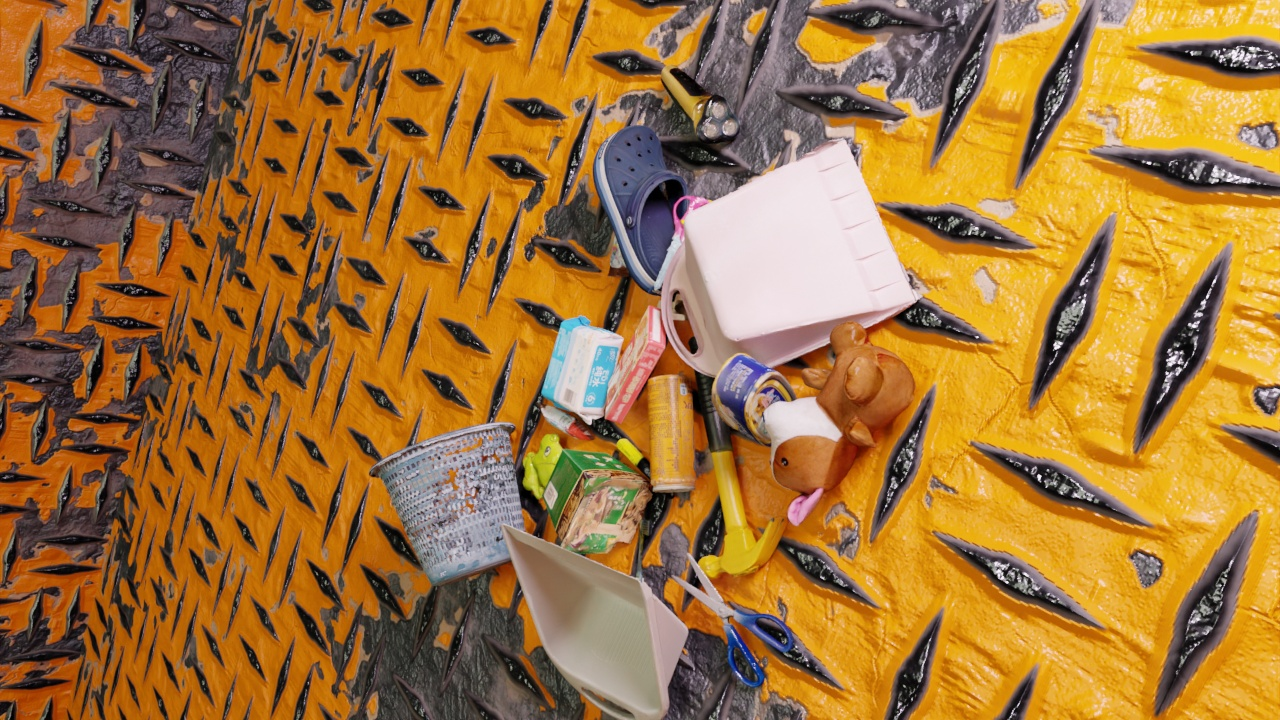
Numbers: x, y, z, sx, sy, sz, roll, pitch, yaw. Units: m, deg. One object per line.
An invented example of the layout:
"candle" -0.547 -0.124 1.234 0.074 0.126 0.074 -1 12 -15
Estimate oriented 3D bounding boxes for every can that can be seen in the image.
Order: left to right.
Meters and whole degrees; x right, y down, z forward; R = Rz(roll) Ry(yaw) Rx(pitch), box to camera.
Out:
"can" 0.040 0.093 1.168 0.058 0.058 0.146 -13 74 43
"can" 0.130 0.047 1.022 0.049 0.148 0.074 31 81 32

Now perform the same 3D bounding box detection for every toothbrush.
"toothbrush" 0.001 0.301 1.205 0.017 0.012 0.185 1 83 35

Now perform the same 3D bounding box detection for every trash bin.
"trash bin" -0.266 0.221 1.367 0.227 0.226 0.195 -29 76 39

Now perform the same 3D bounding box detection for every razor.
"razor" 0.073 -0.346 1.217 0.068 0.062 0.167 95 153 -44

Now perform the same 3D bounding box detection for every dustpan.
"dustpan" -0.058 0.339 1.118 0.223 0.258 0.142 13 67 36
"dustpan" 0.152 -0.102 1.077 0.273 0.139 0.222 -16 70 3

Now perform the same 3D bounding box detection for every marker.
"marker" 0.007 0.144 1.223 0.124 0.015 0.018 42 118 39

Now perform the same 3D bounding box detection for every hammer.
"hammer" 0.100 0.111 1.122 0.129 0.032 0.300 -27 65 39

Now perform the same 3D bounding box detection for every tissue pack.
"tissue pack" -0.081 0.012 1.301 0.090 0.063 0.140 24 102 44

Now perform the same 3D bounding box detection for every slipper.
"slipper" 0.011 -0.210 1.214 0.095 0.105 0.252 -31 64 46

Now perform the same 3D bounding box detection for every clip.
"clip" 0.048 -0.068 1.184 0.102 0.094 0.035 13 92 35

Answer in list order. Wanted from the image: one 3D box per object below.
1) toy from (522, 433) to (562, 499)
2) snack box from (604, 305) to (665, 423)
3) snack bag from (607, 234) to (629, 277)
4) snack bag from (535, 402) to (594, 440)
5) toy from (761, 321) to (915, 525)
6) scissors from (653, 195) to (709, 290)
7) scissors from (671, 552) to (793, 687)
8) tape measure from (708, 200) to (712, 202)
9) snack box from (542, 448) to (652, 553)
"toy" -0.141 0.158 1.361 0.100 0.031 0.096 -9 80 48
"snack box" -0.007 0.007 1.206 0.075 0.025 0.153 -87 20 -47
"snack bag" -0.024 -0.170 1.301 0.045 0.026 0.105 8 91 43
"snack bag" -0.112 0.090 1.336 0.026 0.048 0.104 -49 39 -15
"toy" 0.196 0.066 0.974 0.140 0.130 0.200 -80 14 -60
"scissors" 0.047 -0.149 1.166 0.054 0.017 0.133 22 85 24
"scissors" 0.102 0.308 1.077 0.166 0.012 0.155 3 93 35
"tape measure" 0.094 -0.175 1.181 0.060 0.028 0.057 41 112 42
"snack box" -0.068 0.180 1.224 0.105 0.117 0.118 41 113 46
